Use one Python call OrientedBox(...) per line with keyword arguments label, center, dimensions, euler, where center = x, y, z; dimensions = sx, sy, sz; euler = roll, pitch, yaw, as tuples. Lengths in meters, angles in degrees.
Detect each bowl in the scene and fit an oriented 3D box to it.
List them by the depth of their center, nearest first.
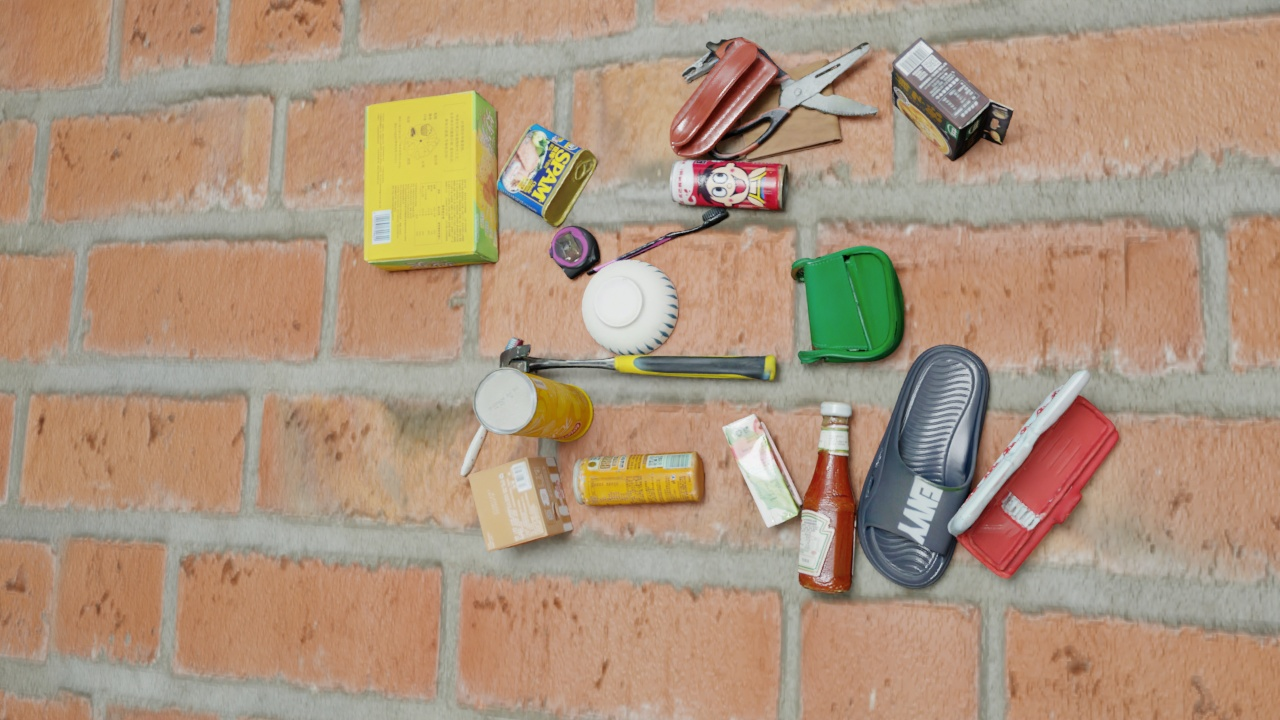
OrientedBox(label="bowl", center=(-0.018, -0.066, 1.089), dimensions=(0.116, 0.066, 0.116), euler=(-2, 84, 15))

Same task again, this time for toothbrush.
OrientedBox(label="toothbrush", center=(0.018, -0.145, 1.116), dimensions=(0.189, 0.014, 0.017), euler=(-22, 69, 12))
OrientedBox(label="toothbrush", center=(-0.190, 0.058, 1.149), dimensions=(0.017, 0.016, 0.187), euler=(22, 90, 24))

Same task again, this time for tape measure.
OrientedBox(label="tape measure", center=(-0.081, -0.136, 1.127), dimensions=(0.057, 0.039, 0.058), euler=(-31, 77, 10))

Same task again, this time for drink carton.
OrientedBox(label="drink carton", center=(0.139, 0.123, 1.033), dimensions=(0.045, 0.053, 0.122), euler=(-26, 79, 10))

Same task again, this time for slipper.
OrientedBox(label="slipper", center=(0.302, 0.108, 0.977), dimensions=(0.111, 0.083, 0.268), euler=(15, 87, 18))

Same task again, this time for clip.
OrientedBox(label="clip", center=(0.076, -0.359, 1.117), dimensions=(0.058, 0.026, 0.043), euler=(-32, 84, 14))

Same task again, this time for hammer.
OrientedBox(label="hammer", center=(-0.006, 0.006, 1.064), dimensions=(0.323, 0.126, 0.032), euler=(1, 84, 9))

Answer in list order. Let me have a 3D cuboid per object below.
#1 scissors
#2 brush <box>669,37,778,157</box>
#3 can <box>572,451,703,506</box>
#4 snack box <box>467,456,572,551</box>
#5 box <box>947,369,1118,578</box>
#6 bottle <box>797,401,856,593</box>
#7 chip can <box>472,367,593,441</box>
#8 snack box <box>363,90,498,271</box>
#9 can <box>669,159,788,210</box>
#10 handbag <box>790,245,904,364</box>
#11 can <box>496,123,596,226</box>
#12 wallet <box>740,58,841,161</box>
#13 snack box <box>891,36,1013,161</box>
OrientedBox(label="scissors", center=(0.162, -0.306, 1.069), dimensions=(0.225, 0.015, 0.189), euler=(29, 99, 15))
OrientedBox(label="brush", center=(0.086, -0.294, 1.048), dimensions=(0.063, 0.069, 0.146), euler=(44, 102, 12))
OrientedBox(label="can", center=(-0.001, 0.138, 1.067), dimensions=(0.146, 0.058, 0.058), euler=(-5, 83, 15))
OrientedBox(label="snack box", center=(-0.140, 0.168, 1.083), dimensions=(0.077, 0.094, 0.092), euler=(-19, 80, 12))
OrientedBox(label="box", center=(0.391, 0.111, 0.924), dimensions=(0.201, 0.154, 0.074), euler=(-50, 38, -3))
OrientedBox(label="bottle", center=(0.209, 0.149, 1.009), dimensions=(0.060, 0.059, 0.206), euler=(4, 85, 15))
OrientedBox(label="chip can", center=(-0.113, 0.053, 1.026), dimensions=(0.072, 0.213, 0.072), euler=(-1, 83, 12))
OrientedBox(label="snack box", center=(-0.266, -0.225, 1.171), dimensions=(0.158, 0.070, 0.210), euler=(-3, 83, 15))
OrientedBox(label="can", center=(0.104, -0.207, 1.077), dimensions=(0.133, 0.053, 0.053), euler=(6, 86, 15))
OrientedBox(label="handbag", center=(0.231, -0.061, 1.026), dimensions=(0.120, 0.068, 0.131), euler=(-6, 84, 22))
OrientedBox(label="can", center=(-0.118, -0.231, 1.139), dimensions=(0.083, 0.057, 0.102), euler=(32, 93, 18))
OrientedBox(label="wallet", center=(0.173, -0.295, 1.087), dimensions=(0.115, 0.020, 0.101), euler=(-10, 81, 16))
OrientedBox(label="snack box", center=(0.332, -0.275, 0.991), dimensions=(0.053, 0.113, 0.125), euler=(-42, 75, 8))
